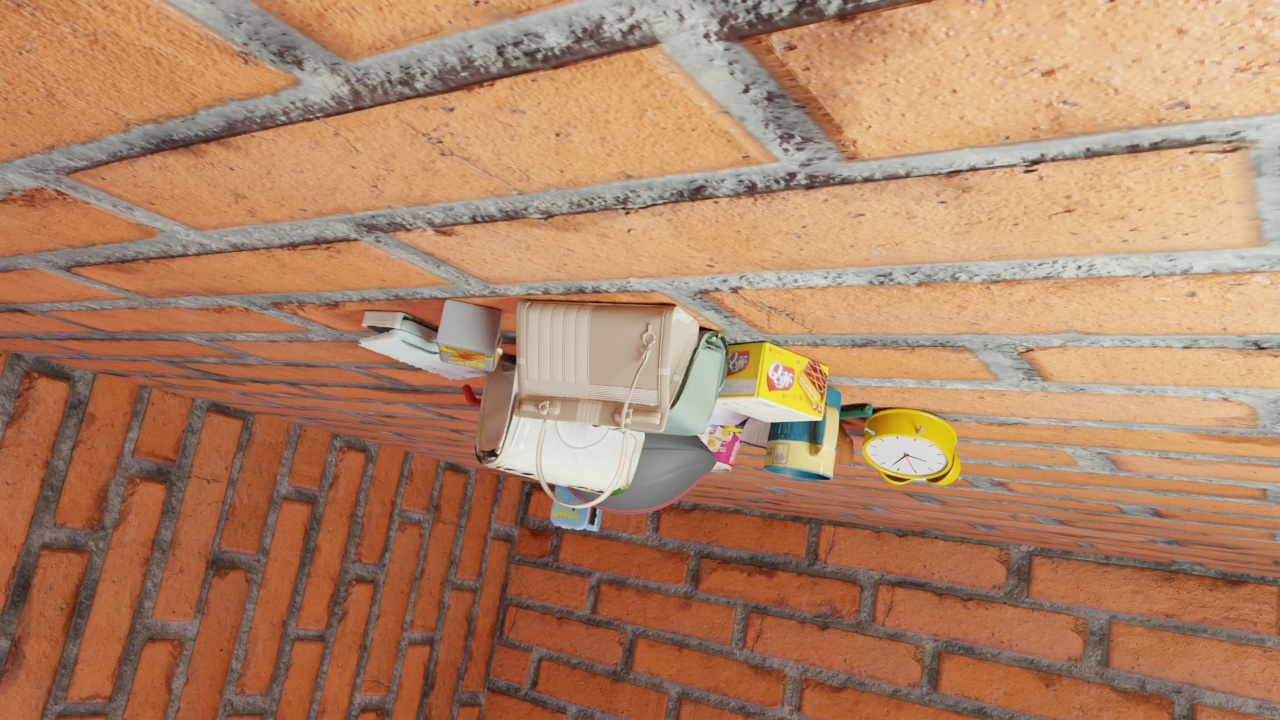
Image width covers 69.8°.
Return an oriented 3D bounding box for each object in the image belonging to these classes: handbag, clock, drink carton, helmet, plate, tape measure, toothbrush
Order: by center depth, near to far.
[{"bbox_3d":[-0.049,0.044,0.892,0.176,0.197,0.062,4,167,27],"label":"handbag"},{"bbox_3d":[0.022,0.020,0.944,0.122,0.106,0.067,0,153,40],"label":"handbag"},{"bbox_3d":[-0.193,-0.026,1.043,0.076,0.048,0.125,12,168,-7],"label":"drink carton"},{"bbox_3d":[-0.096,0.083,1.131,0.198,0.141,0.096,18,161,-37],"label":"handbag"},{"bbox_3d":[0.345,0.117,1.170,0.114,0.051,0.152,-4,141,33],"label":"clock"},{"bbox_3d":[0.241,0.071,1.219,0.017,0.016,0.190,19,165,-22],"label":"toothbrush"},{"bbox_3d":[0.088,0.059,1.237,0.174,0.036,0.174,10,168,2],"label":"plate"},{"bbox_3d":[-0.024,0.133,1.310,0.265,0.169,0.164,5,158,3],"label":"helmet"},{"bbox_3d":[0.153,0.091,1.329,0.065,0.037,0.064,13,169,-16],"label":"tape measure"}]

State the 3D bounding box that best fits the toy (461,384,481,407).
[{"bbox_3d":[-0.189,0.049,1.269,0.132,0.088,0.094,-5,-168,-35],"label":"toy"}]

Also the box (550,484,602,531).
[{"bbox_3d":[-0.082,0.161,1.435,0.078,0.209,0.074,8,169,10],"label":"box"}]

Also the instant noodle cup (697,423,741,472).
[{"bbox_3d":[0.084,0.133,1.484,0.178,0.077,0.179,10,168,2],"label":"instant noodle cup"}]

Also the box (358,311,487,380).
[{"bbox_3d":[-0.268,-0.017,1.177,0.083,0.066,0.199,-21,157,19],"label":"box"}]

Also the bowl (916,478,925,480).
[{"bbox_3d":[0.380,0.122,1.257,0.110,0.040,0.110,13,151,7],"label":"bowl"}]

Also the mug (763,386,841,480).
[{"bbox_3d":[0.202,0.083,1.089,0.083,0.107,0.114,15,168,-14],"label":"mug"}]

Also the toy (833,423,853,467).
[{"bbox_3d":[0.238,0.114,1.312,0.128,0.065,0.094,6,177,42],"label":"toy"}]

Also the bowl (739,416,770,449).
[{"bbox_3d":[0.194,0.088,1.201,0.118,0.062,0.118,12,180,0],"label":"bowl"}]

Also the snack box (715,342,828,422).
[{"bbox_3d":[0.135,0.025,0.981,0.105,0.061,0.084,19,165,-37],"label":"snack box"}]
